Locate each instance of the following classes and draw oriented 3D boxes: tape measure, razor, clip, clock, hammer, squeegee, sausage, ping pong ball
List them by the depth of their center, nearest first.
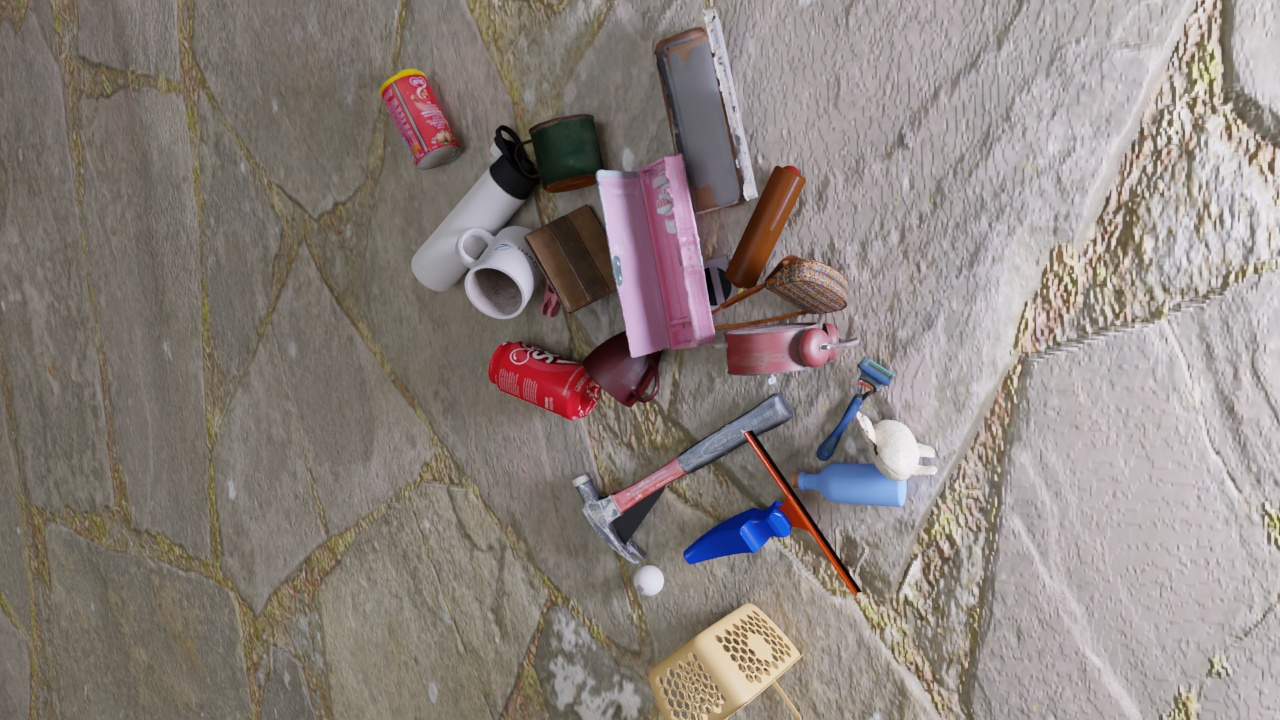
[{"bbox_3d":[0.172,-0.009,1.060,0.157,0.109,0.062,-4,95,27],"label":"clock"},{"bbox_3d":[0.147,-0.156,1.084,0.040,0.040,0.156,30,106,19],"label":"sausage"},{"bbox_3d":[0.247,0.061,1.087,0.044,0.018,0.141,35,116,17],"label":"razor"},{"bbox_3d":[0.094,-0.096,1.137,0.064,0.016,0.065,-13,93,28],"label":"tape measure"},{"bbox_3d":[0.133,0.215,1.149,0.185,0.055,0.249,-29,102,27],"label":"squeegee"},{"bbox_3d":[0.060,0.143,1.186,0.327,0.036,0.140,-35,81,26],"label":"hammer"},{"bbox_3d":[0.011,0.295,1.231,0.040,0.040,0.040,5,100,26],"label":"ping pong ball"},{"bbox_3d":[-0.114,-0.087,1.242,0.044,0.023,0.060,-3,92,28],"label":"clip"}]

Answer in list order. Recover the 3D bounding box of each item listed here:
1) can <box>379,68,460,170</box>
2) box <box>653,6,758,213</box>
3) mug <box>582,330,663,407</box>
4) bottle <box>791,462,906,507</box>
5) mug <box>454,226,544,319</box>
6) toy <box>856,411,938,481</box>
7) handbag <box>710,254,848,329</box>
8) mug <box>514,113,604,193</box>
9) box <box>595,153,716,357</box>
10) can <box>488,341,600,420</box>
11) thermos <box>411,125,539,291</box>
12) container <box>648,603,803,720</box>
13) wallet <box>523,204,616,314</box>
[{"bbox_3d":[-0.305,-0.331,1.267,0.067,0.066,0.124,-28,85,27],"label":"can"},{"bbox_3d":[0.075,-0.285,1.071,0.115,0.095,0.217,-11,93,31],"label":"box"},{"bbox_3d":[-0.007,0.007,1.166,0.088,0.087,0.114,-47,49,7],"label":"mug"},{"bbox_3d":[0.244,0.145,1.086,0.131,0.048,0.048,-1,98,26],"label":"bottle"},{"bbox_3d":[-0.188,-0.126,1.202,0.119,0.096,0.083,35,131,-10],"label":"mug"},{"bbox_3d":[0.284,0.098,1.036,0.112,0.087,0.050,20,125,-6],"label":"toy"},{"bbox_3d":[0.149,-0.071,1.090,0.196,0.093,0.043,-19,58,41],"label":"handbag"},{"bbox_3d":[-0.105,-0.258,1.167,0.111,0.084,0.081,-12,95,12],"label":"mug"},{"bbox_3d":[0.009,-0.122,1.110,0.099,0.106,0.232,179,80,-68],"label":"box"},{"bbox_3d":[-0.129,0.026,1.236,0.142,0.074,0.074,21,107,22],"label":"can"},{"bbox_3d":[-0.232,-0.204,1.257,0.230,0.068,0.101,-44,66,25],"label":"thermos"},{"bbox_3d":[0.122,0.404,1.116,0.129,0.183,0.167,-44,71,25],"label":"container"},{"bbox_3d":[-0.081,-0.130,1.183,0.098,0.027,0.121,-29,83,-18],"label":"wallet"}]
